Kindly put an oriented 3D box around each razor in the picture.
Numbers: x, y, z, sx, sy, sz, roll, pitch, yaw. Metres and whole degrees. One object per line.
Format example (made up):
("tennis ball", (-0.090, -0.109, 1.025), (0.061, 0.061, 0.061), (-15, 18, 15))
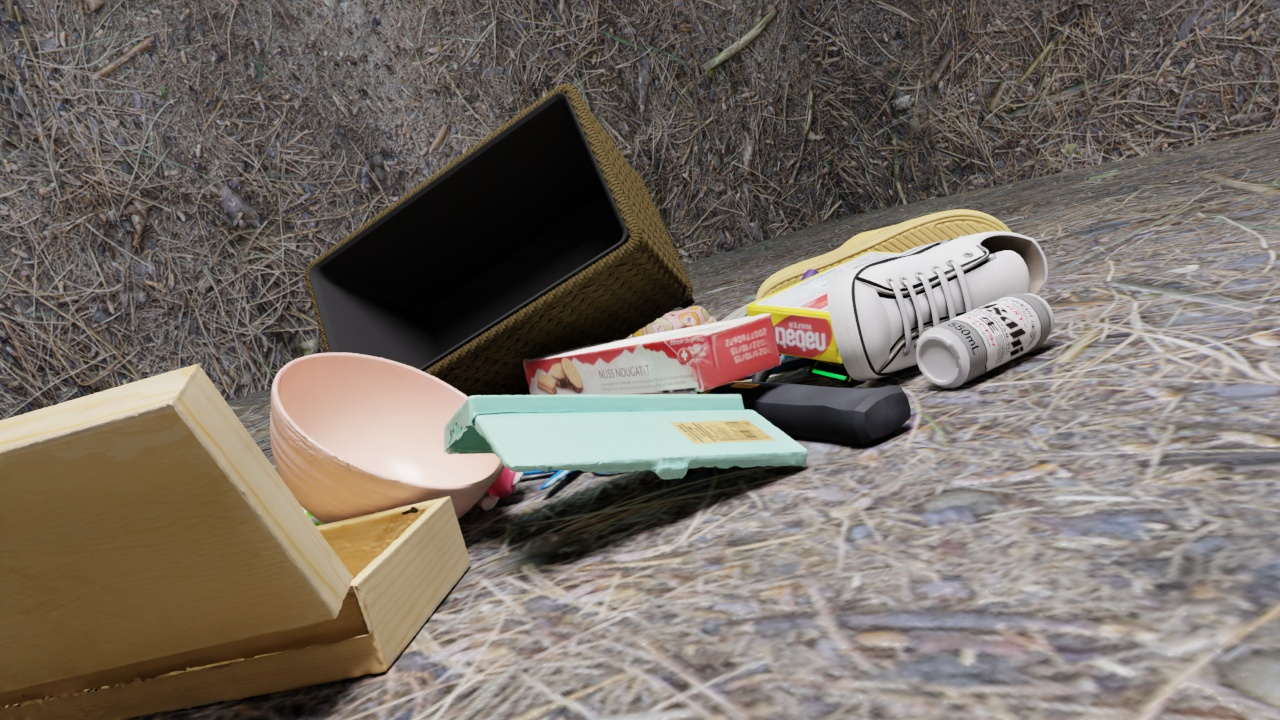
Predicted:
("razor", (0.203, -0.009, 0.757), (0.143, 0.021, 0.044), (-21, 22, -32))

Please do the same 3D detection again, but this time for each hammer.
("hammer", (0.079, 0.029, 0.686), (0.139, 0.035, 0.313), (-24, 11, -26))

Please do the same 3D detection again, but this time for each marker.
("marker", (0.131, -0.028, 0.819), (0.133, 0.018, 0.015), (-59, 9, -24))

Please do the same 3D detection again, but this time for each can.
("can", (0.243, -0.016, 0.646), (0.106, 0.044, 0.044), (-20, 9, -30))

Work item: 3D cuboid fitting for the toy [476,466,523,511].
("toy", (-0.121, 0.085, 0.665), (0.103, 0.050, 0.065), (-8, 47, 24))

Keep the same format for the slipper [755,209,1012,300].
("slipper", (0.245, -0.087, 0.938), (0.264, 0.099, 0.078), (-17, 17, 16))

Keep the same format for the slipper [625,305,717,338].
("slipper", (-0.004, -0.039, 1.141), (0.197, 0.081, 0.093), (-15, 7, -3))

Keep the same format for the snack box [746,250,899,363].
("snack box", (0.187, -0.051, 0.795), (0.092, 0.042, 0.200), (10, 25, 43))

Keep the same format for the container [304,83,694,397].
("container", (-0.119, -0.071, 0.889), (0.322, 0.176, 0.205), (-30, -23, 17))

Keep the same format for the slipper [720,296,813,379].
("slipper", (0.127, -0.025, 0.884), (0.295, 0.060, 0.118), (-12, 12, 22))

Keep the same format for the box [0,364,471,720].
("box", (-0.244, 0.110, 0.434), (0.248, 0.118, 0.253), (-15, -30, 10))

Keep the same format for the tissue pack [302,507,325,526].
("tissue pack", (-0.240, 0.123, 0.637), (0.113, 0.034, 0.100), (-19, 8, -28))

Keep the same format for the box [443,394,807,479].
("box", (-0.012, 0.043, 0.550), (0.186, 0.055, 0.138), (1, -5, -28))

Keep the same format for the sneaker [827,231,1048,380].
("sneaker", (0.244, -0.049, 0.711), (0.244, 0.091, 0.097), (-16, 3, -41))

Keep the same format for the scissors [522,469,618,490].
("scissors", (-0.044, 0.076, 0.678), (0.127, 0.013, 0.125), (-14, 7, 22))

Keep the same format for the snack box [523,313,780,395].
("snack box", (-0.004, 0.004, 0.727), (0.076, 0.044, 0.273), (-16, 5, -31))

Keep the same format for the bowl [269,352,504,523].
("bowl", (-0.171, 0.065, 0.595), (0.153, 0.076, 0.152), (24, 20, -10))
